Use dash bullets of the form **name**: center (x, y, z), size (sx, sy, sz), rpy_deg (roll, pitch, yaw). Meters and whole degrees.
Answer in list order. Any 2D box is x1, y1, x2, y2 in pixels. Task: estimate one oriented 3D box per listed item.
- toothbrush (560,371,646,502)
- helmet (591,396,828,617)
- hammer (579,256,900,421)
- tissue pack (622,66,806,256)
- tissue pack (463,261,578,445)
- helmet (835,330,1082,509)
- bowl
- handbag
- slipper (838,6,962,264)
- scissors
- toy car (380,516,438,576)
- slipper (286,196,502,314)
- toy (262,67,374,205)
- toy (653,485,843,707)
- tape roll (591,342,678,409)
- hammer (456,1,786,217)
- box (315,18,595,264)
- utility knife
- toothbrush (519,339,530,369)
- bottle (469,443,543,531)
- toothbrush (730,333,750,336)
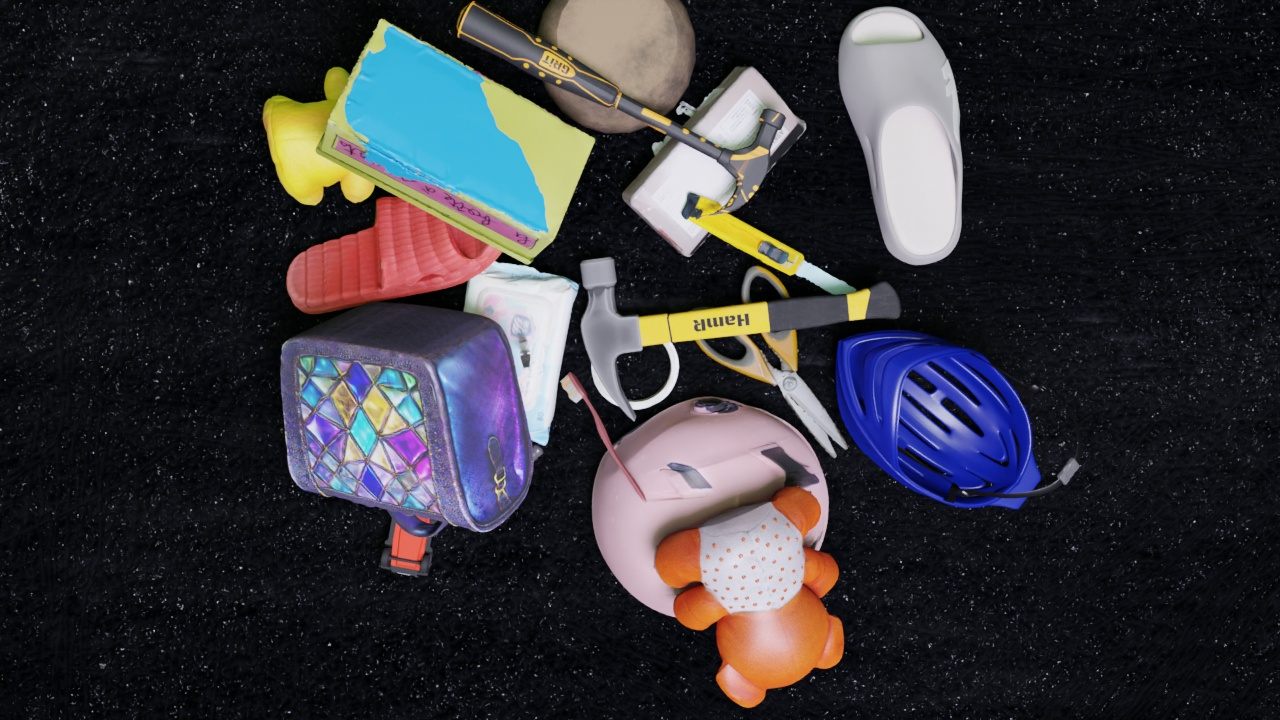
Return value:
- **toothbrush**: center (-0.038, 0.076, 0.922), size (0.016, 0.184, 0.015), rpy_deg (-41, 141, 7)
- **helmet**: center (0.082, 0.156, 0.939), size (0.255, 0.152, 0.230), rpy_deg (-6, 94, -8)
- **hammer**: center (0.101, -0.037, 0.938), size (0.324, 0.034, 0.170), rpy_deg (-7, 98, 4)
- **tissue pack**: center (0.068, -0.207, 0.933), size (0.104, 0.071, 0.181), rpy_deg (40, 97, -22)
- **tissue pack**: center (-0.133, -0.009, 0.941), size (0.112, 0.070, 0.182), rpy_deg (11, 97, -2)
- **helmet**: center (0.308, 0.058, 0.891), size (0.241, 0.228, 0.147), rpy_deg (40, 84, -8)
- **bowl**: center (-0.024, -0.310, 0.906), size (0.162, 0.070, 0.162), rpy_deg (0, 97, -2)
- **handbag**: center (-0.219, 0.068, 0.871), size (0.205, 0.125, 0.222), rpy_deg (8, 114, 23)
- **slipper**: center (0.275, -0.228, 0.925), size (0.113, 0.080, 0.266), rpy_deg (-11, 98, 2)
- **scissors**: center (0.139, 0.017, 0.970), size (0.134, 0.016, 0.228), rpy_deg (-27, 99, 7)
- **toy car**: center (-0.240, 0.176, 0.971), size (0.051, 0.049, 0.100), rpy_deg (11, 97, -5)
- **slipper**: center (-0.243, -0.114, 0.903), size (0.249, 0.059, 0.103), rpy_deg (-18, 63, 7)
- **toy**: center (-0.272, -0.228, 0.900), size (0.194, 0.087, 0.134), rpy_deg (-8, 94, -1)
- **toy**: center (0.109, 0.214, 0.834), size (0.163, 0.093, 0.172), rpy_deg (-19, 96, -12)
- **tape roll**: center (-0.006, 0.006, 0.977), size (0.093, 0.013, 0.093), rpy_deg (0, 98, -3)
- **hammer**: center (-0.025, -0.243, 0.863), size (0.320, 0.036, 0.123), rpy_deg (26, 96, -8)
- **box**: center (-0.167, -0.196, 0.839), size (0.221, 0.082, 0.124), rpy_deg (24, 71, -17)
- **utility knife**: center (0.136, -0.113, 0.943), size (0.218, 0.019, 0.030), rpy_deg (24, 112, -24)
- **toothbrush**: center (-0.103, -0.007, 0.815), size (0.010, 0.181, 0.010), rpy_deg (-11, 97, -6)
- **bottle**: center (-0.146, 0.132, 0.979), size (0.030, 0.030, 0.113), rpy_deg (44, 94, -7)
- **toothbrush**: center (0.147, -0.046, 0.975), size (0.135, 0.016, 0.021), rpy_deg (-13, 100, -1)
